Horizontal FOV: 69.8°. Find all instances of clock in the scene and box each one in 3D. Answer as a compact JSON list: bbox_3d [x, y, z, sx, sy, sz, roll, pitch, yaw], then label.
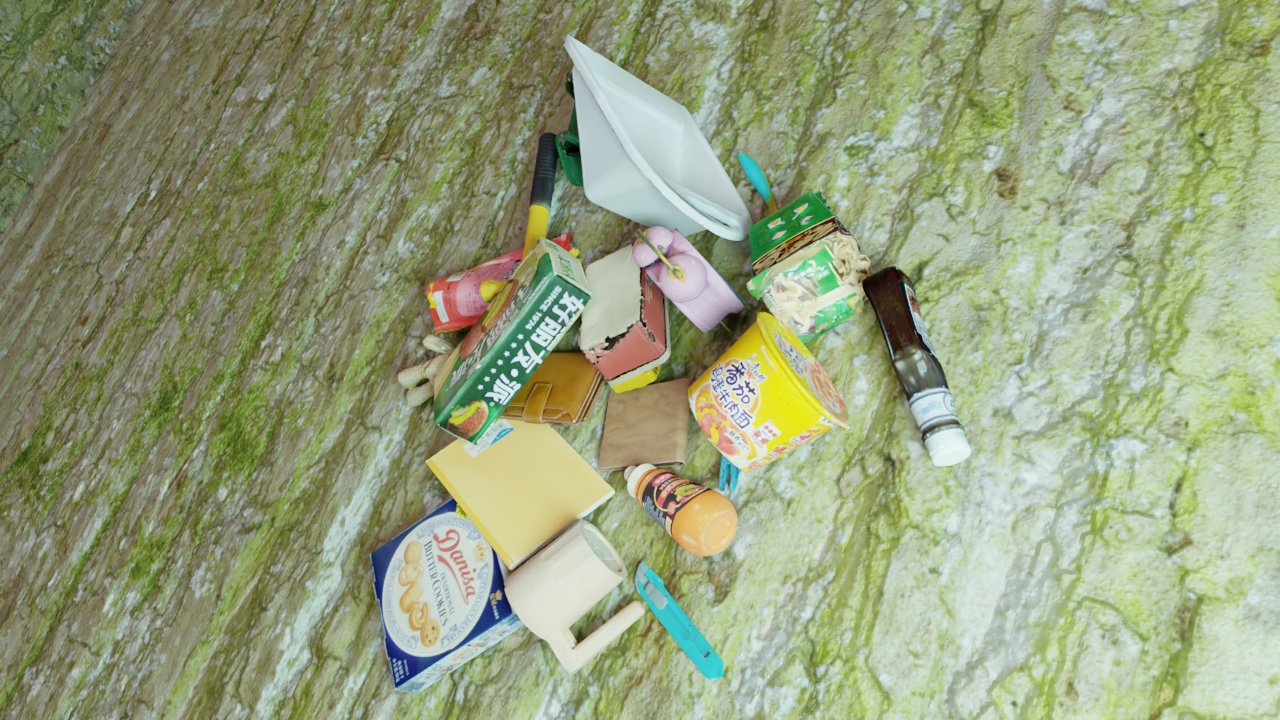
[{"bbox_3d":[0.048,-0.093,1.006,0.060,0.158,0.117,-42,50,6],"label":"clock"}]

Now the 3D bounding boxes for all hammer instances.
[{"bbox_3d":[-0.134,-0.200,1.230,0.129,0.033,0.300,-9,51,14],"label":"hammer"}]

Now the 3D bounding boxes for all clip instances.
[{"bbox_3d":[0.095,0.111,0.962,0.047,0.014,0.057,-1,66,30],"label":"clip"}]

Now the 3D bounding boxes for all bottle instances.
[{"bbox_3d":[0.033,0.146,0.956,0.149,0.066,0.066,28,82,46],"label":"bottle"},{"bbox_3d":[0.262,0.005,0.866,0.044,0.080,0.194,-26,56,24],"label":"bottle"}]

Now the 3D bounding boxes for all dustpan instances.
[{"bbox_3d":[0.038,-0.247,1.062,0.143,0.222,0.257,-13,70,41],"label":"dustpan"}]

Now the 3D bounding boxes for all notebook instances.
[{"bbox_3d":[-0.144,0.135,1.070,0.145,0.010,0.206,-35,48,-18],"label":"notebook"}]

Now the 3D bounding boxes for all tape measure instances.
[{"bbox_3d":[-0.006,0.006,1.063,0.060,0.029,0.057,-16,39,29],"label":"tape measure"}]

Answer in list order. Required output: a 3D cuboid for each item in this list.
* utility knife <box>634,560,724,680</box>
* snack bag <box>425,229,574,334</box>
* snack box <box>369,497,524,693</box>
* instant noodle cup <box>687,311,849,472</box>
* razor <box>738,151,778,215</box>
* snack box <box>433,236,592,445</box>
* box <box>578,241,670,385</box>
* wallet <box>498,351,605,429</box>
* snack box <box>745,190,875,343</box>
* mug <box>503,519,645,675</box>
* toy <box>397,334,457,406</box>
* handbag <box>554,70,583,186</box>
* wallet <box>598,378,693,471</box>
[{"bbox_3d":[0.035,0.260,0.921,0.029,0.013,0.151,-51,50,7],"label":"utility knife"},{"bbox_3d":[-0.182,-0.099,1.223,0.208,0.073,0.128,-13,48,21],"label":"snack bag"},{"bbox_3d":[-0.223,0.261,1.068,0.183,0.046,0.177,-36,51,13],"label":"snack box"},{"bbox_3d":[0.121,0.038,0.912,0.110,0.138,0.138,-40,50,19],"label":"instant noodle cup"},{"bbox_3d":[0.142,-0.198,1.084,0.043,0.028,0.132,-50,46,40],"label":"razor"},{"bbox_3d":[-0.157,-0.023,1.095,0.240,0.063,0.114,-50,27,16],"label":"snack box"},{"bbox_3d":[-0.024,-0.062,1.058,0.091,0.080,0.168,-25,37,19],"label":"box"},{"bbox_3d":[-0.109,0.039,1.111,0.131,0.035,0.118,2,50,33],"label":"wallet"},{"bbox_3d":[0.174,-0.105,0.971,0.118,0.118,0.105,-30,41,16],"label":"snack box"},{"bbox_3d":[-0.067,0.244,0.957,0.103,0.084,0.124,-41,66,6],"label":"mug"},{"bbox_3d":[-0.257,0.015,1.216,0.158,0.066,0.105,-23,88,26],"label":"toy"},{"bbox_3d":[-0.069,-0.305,1.219,0.068,0.120,0.131,-2,63,26],"label":"handbag"},{"bbox_3d":[0.006,0.074,1.037,0.115,0.020,0.101,-10,59,31],"label":"wallet"}]
